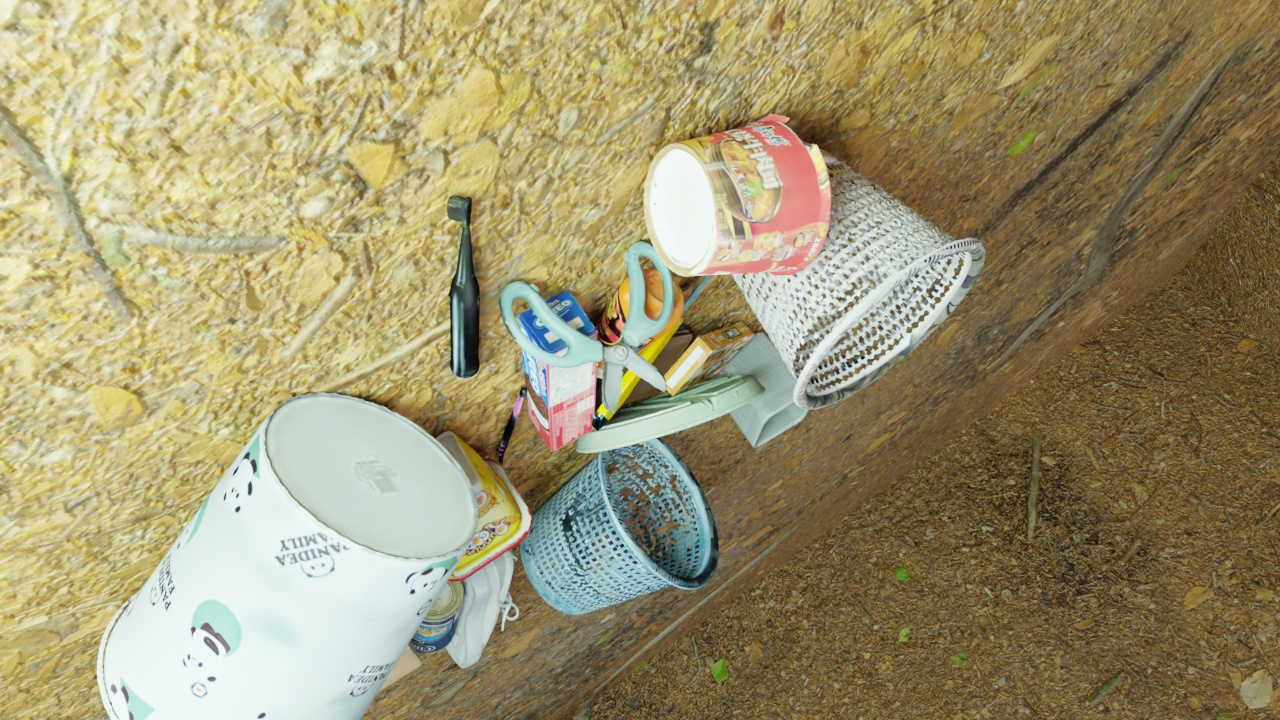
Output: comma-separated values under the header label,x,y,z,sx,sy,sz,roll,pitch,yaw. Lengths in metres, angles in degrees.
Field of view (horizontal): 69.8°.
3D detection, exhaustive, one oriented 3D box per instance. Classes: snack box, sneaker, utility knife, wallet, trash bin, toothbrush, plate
label,x,y,z,sx,sy,sz,roll,pitch,yaw
snack box,-0.329,0.344,1.123,0.077,0.094,0.093,-29,156,-17
sneaker,-0.224,0.340,1.288,0.090,0.089,0.243,-24,148,-38
utility knife,0.019,-0.020,0.974,0.230,0.015,0.033,-52,166,-7
wallet,-0.006,0.006,1.034,0.124,0.032,0.101,-13,144,-46
snack box,-0.079,0.016,0.913,0.058,0.057,0.208,-27,155,-18
trash bin,-0.042,0.227,1.199,0.196,0.226,0.226,-34,160,26
snack box,0.082,-0.005,1.100,0.075,0.026,0.153,-50,167,24
trash bin,0.187,-0.095,0.907,0.227,0.192,0.228,-30,156,-16
toothbrush,-0.142,-0.054,0.736,0.213,0.027,0.026,104,0,-54
toothbrush,-0.150,0.088,1.004,0.017,0.014,0.190,-8,145,-28
trash bin,-0.276,0.178,0.753,0.252,0.229,0.229,-53,153,19
plate,0.032,0.058,1.059,0.230,0.027,0.230,-18,-179,0

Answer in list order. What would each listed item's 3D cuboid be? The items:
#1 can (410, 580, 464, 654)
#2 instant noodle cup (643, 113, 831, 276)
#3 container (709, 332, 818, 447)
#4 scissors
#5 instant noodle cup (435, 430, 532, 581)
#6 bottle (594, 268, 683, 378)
label,x,y,z,sx,sy,sz,roll,pitch,yaw
can,-0.272,0.325,1.193,0.075,0.075,0.111,-22,152,-32
instant noodle cup,0.075,-0.130,0.774,0.108,0.138,0.138,-13,148,-29
container,0.156,0.035,1.207,0.090,0.114,0.090,-27,155,-22
scissors,-0.040,-0.046,0.815,0.170,0.174,0.019,24,156,-21
instant noodle cup,-0.190,0.144,0.943,0.116,0.116,0.124,-33,145,-9
bottle,-0.018,-0.027,0.921,0.066,0.066,0.150,-12,154,-45
